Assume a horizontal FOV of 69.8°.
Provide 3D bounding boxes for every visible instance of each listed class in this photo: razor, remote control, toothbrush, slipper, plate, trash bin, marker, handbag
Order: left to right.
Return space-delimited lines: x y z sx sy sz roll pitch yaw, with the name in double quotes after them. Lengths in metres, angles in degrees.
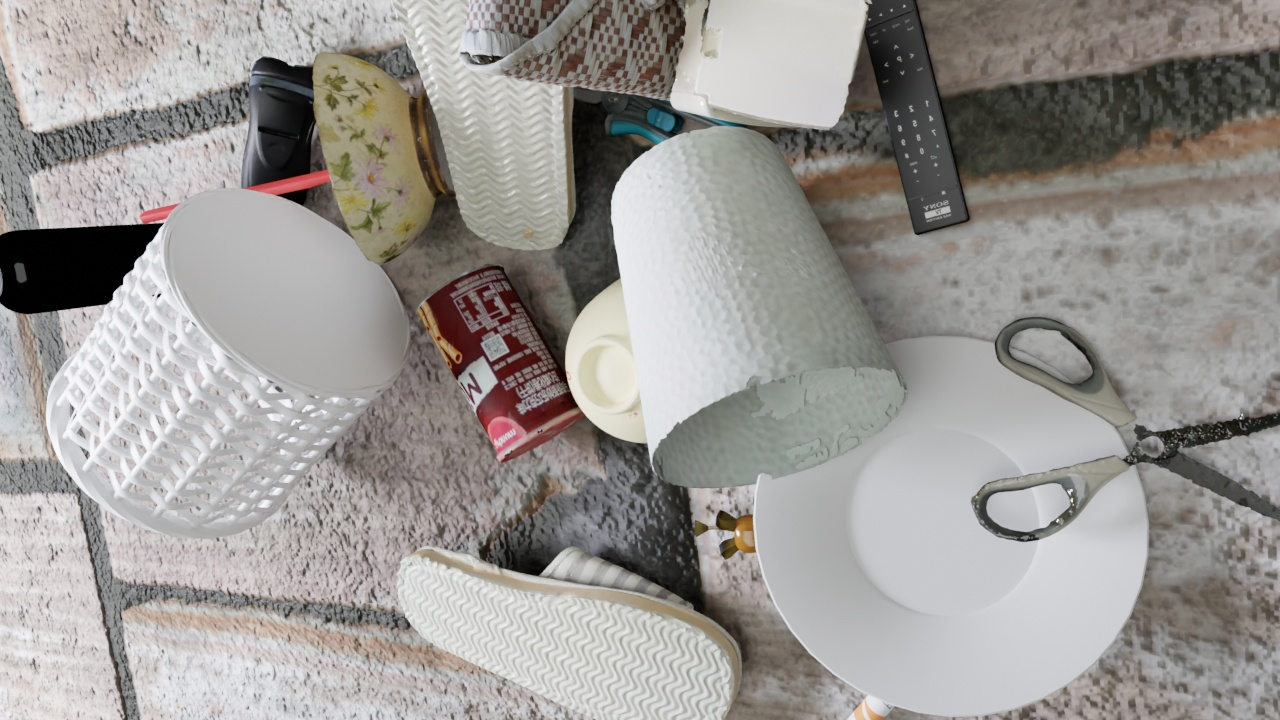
-0.297 -0.123 0.704 0.213 0.012 0.018 -7 128 18 "toothbrush"
-0.282 -0.166 0.716 0.053 0.063 0.141 11 122 -18 "razor"
-0.090 -0.183 0.557 0.115 0.052 0.263 7 136 13 "slipper"
-0.057 0.192 0.665 0.273 0.053 0.114 8 108 22 "slipper"
-0.002 -0.204 0.484 0.047 0.185 0.124 25 113 49 "handbag"
0.052 -0.031 0.498 0.134 0.133 0.161 -32 58 29 "trash bin"
0.152 0.215 0.580 0.017 0.017 0.146 37 115 16 "marker"
0.151 -0.141 0.511 0.030 0.009 0.140 -13 94 29 "remote control"
0.169 0.090 0.516 0.209 0.015 0.208 -1 84 13 "plate"

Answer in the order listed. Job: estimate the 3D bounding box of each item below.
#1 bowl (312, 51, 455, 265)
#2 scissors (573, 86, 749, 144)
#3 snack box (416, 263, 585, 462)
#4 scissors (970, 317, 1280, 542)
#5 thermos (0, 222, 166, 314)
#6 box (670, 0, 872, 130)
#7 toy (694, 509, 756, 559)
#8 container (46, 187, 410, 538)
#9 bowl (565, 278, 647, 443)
-0.165 -0.142 0.623 0.063 0.145 0.145 -12 95 -1 "bowl"
0.008 -0.162 0.578 0.139 0.019 0.136 -26 85 31 "scissors"
-0.096 0.002 0.636 0.072 0.072 0.121 -35 83 29 "snack box"
0.247 0.041 0.482 0.171 0.012 0.157 -35 75 11 "scissors"
-0.425 -0.072 0.703 0.061 0.230 0.061 6 103 27 "thermos"
0.056 -0.183 0.439 0.099 0.183 0.144 32 121 47 "box"
0.083 0.105 0.565 0.100 0.062 0.076 -5 117 11 "toy"
-0.299 0.003 0.678 0.187 0.188 0.189 -41 80 27 "container"
-0.003 0.003 0.586 0.118 0.073 0.118 6 103 27 "bowl"
